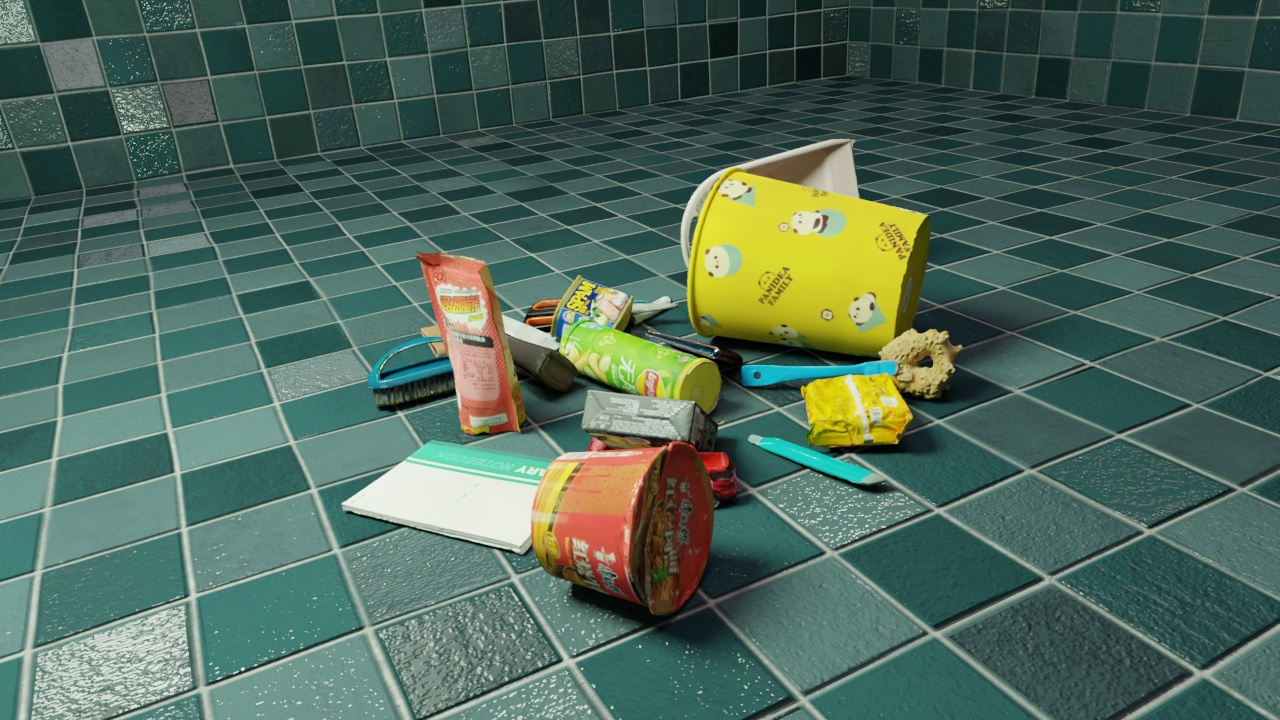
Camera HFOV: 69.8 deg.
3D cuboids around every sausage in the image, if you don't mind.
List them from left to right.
[{"bbox_3d":[-0.037,0.076,1.018,0.020,0.020,0.155,1,24,12],"label":"sausage"}]

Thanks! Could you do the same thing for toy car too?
[{"bbox_3d":[0.034,0.115,0.889,0.120,0.045,0.053,-7,23,-1],"label":"toy car"}]

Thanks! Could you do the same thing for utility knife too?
[{"bbox_3d":[0.174,0.100,0.937,0.029,0.013,0.171,-20,25,-36],"label":"utility knife"}]

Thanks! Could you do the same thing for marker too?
[{"bbox_3d":[0.005,-0.066,1.331,0.023,0.018,0.130,24,36,31],"label":"marker"}]

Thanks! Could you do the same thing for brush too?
[{"bbox_3d":[-0.268,0.008,1.140,0.143,0.073,0.055,-16,18,-26],"label":"brush"},{"bbox_3d":[0.244,0.010,1.074,0.255,0.083,0.045,-4,0,16],"label":"brush"}]

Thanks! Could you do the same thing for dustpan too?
[{"bbox_3d":[0.203,-0.188,1.345,0.274,0.222,0.138,-12,10,12],"label":"dustpan"}]

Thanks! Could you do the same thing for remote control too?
[{"bbox_3d":[-0.166,-0.034,1.249,0.125,0.024,0.048,23,33,17],"label":"remote control"}]

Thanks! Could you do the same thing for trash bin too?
[{"bbox_3d":[0.221,-0.115,1.177,0.255,0.230,0.228,14,29,22],"label":"trash bin"}]

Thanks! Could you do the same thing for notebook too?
[{"bbox_3d":[-0.170,0.130,0.927,0.209,0.012,0.150,7,25,24],"label":"notebook"}]

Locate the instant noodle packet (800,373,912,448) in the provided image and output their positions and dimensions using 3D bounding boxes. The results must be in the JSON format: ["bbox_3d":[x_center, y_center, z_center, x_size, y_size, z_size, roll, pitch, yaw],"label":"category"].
[{"bbox_3d":[0.231,0.055,0.991,0.111,0.044,0.128,-7,20,9],"label":"instant noodle packet"}]

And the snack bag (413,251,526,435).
[{"bbox_3d":[-0.188,-0.019,1.025,0.129,0.208,0.073,18,37,42],"label":"snack bag"}]

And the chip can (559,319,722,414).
[{"bbox_3d":[-0.007,0.006,1.103,0.072,0.073,0.221,-24,31,-38],"label":"chip can"}]

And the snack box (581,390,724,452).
[{"bbox_3d":[0.016,0.067,0.943,0.113,0.053,0.125,5,-16,20],"label":"snack box"}]

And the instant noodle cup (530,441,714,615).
[{"bbox_3d":[-0.016,0.132,0.760,0.109,0.138,0.137,1,23,32],"label":"instant noodle cup"}]

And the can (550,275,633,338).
[{"bbox_3d":[-0.064,-0.061,1.245,0.083,0.057,0.101,20,41,7],"label":"can"}]

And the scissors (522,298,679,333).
[{"bbox_3d":[-0.059,-0.059,1.305,0.235,0.022,0.124,7,36,27],"label":"scissors"}]

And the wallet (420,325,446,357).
[{"bbox_3d":[-0.251,-0.034,1.301,0.101,0.020,0.115,-12,23,-23],"label":"wallet"}]

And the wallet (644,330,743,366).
[{"bbox_3d":[0.068,-0.015,1.123,0.096,0.020,0.122,15,0,20],"label":"wallet"}]

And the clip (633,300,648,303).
[{"bbox_3d":[-0.016,-0.083,1.376,0.057,0.014,0.046,-1,22,11],"label":"clip"}]

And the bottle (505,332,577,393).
[{"bbox_3d":[-0.167,-0.011,1.169,0.195,0.080,0.044,20,78,43],"label":"bottle"}]
